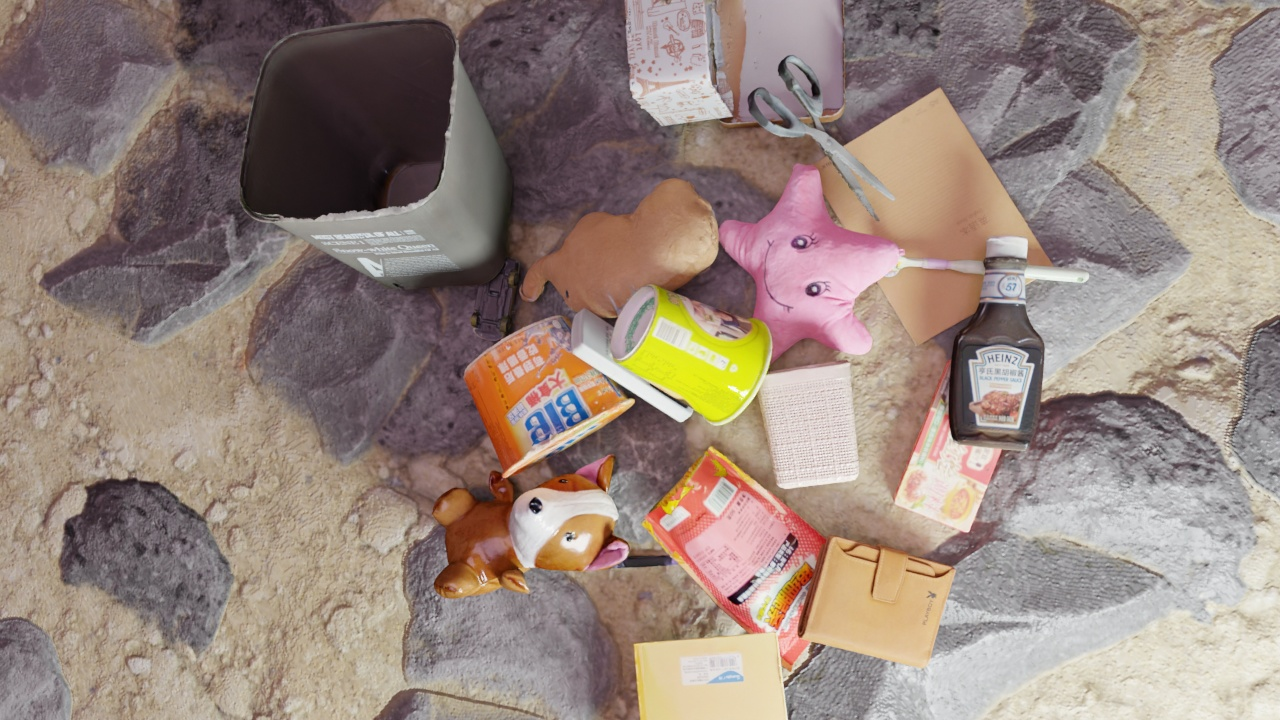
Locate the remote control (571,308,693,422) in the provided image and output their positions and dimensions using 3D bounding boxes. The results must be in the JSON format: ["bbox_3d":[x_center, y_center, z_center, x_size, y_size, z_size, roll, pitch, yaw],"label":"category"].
[{"bbox_3d":[-0.005,0.005,0.904,0.150,0.058,0.021,33,124,-27],"label":"remote control"}]

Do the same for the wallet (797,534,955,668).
[{"bbox_3d":[0.227,0.231,0.883,0.132,0.031,0.108,16,92,-8],"label":"wallet"}]

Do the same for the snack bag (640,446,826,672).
[{"bbox_3d":[0.111,0.192,0.912,0.208,0.073,0.128,41,87,3],"label":"snack bag"}]

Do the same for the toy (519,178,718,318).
[{"bbox_3d":[-0.029,-0.101,0.931,0.226,0.082,0.143,-22,43,12],"label":"toy"}]

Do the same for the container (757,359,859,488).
[{"bbox_3d":[0.165,0.061,0.889,0.090,0.090,0.111,-9,90,12],"label":"container"}]

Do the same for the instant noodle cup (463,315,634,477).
[{"bbox_3d":[-0.097,0.032,0.912,0.151,0.151,0.111,-32,83,10],"label":"instant noodle cup"}]

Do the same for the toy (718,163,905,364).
[{"bbox_3d":[0.167,-0.095,0.894,0.179,0.074,0.194,-12,88,27],"label":"toy"}]

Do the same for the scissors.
[{"bbox_3d":[0.167,-0.204,0.852,0.165,0.014,0.163,-2,80,-28],"label":"scissors"}]

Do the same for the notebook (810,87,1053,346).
[{"bbox_3d":[0.283,-0.142,0.906,0.149,0.012,0.211,-31,83,10],"label":"notebook"}]

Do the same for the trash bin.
[{"bbox_3d":[-0.236,-0.179,0.896,0.199,0.220,0.198,-1,72,12],"label":"trash bin"}]

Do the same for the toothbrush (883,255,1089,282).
[{"bbox_3d":[0.329,-0.087,0.881,0.190,0.029,0.020,5,49,9],"label":"toothbrush"}]

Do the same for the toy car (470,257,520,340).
[{"bbox_3d":[-0.153,-0.066,0.986,0.042,0.035,0.090,11,90,14],"label":"toy car"}]

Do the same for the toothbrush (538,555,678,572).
[{"bbox_3d":[-0.020,0.212,0.962,0.189,0.016,0.014,-4,95,11],"label":"toothbrush"}]

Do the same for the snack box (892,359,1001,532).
[{"bbox_3d":[0.308,0.082,0.888,0.075,0.025,0.153,22,93,12],"label":"snack box"}]

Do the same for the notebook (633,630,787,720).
[{"bbox_3d":[0.072,0.370,0.874,0.146,0.010,0.206,-9,77,13],"label":"notebook"}]

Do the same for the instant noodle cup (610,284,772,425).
[{"bbox_3d":[0.041,-0.013,0.868,0.123,0.112,0.112,25,95,-23],"label":"instant noodle cup"}]

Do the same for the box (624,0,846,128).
[{"bbox_3d":[0.092,-0.328,0.876,0.205,0.158,0.180,-1,88,12],"label":"box"}]

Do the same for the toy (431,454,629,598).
[{"bbox_3d":[-0.112,0.169,0.936,0.199,0.130,0.140,-11,64,5],"label":"toy"}]

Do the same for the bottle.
[{"bbox_3d":[0.331,-0.017,0.848,0.080,0.044,0.195,5,90,11],"label":"bottle"}]
